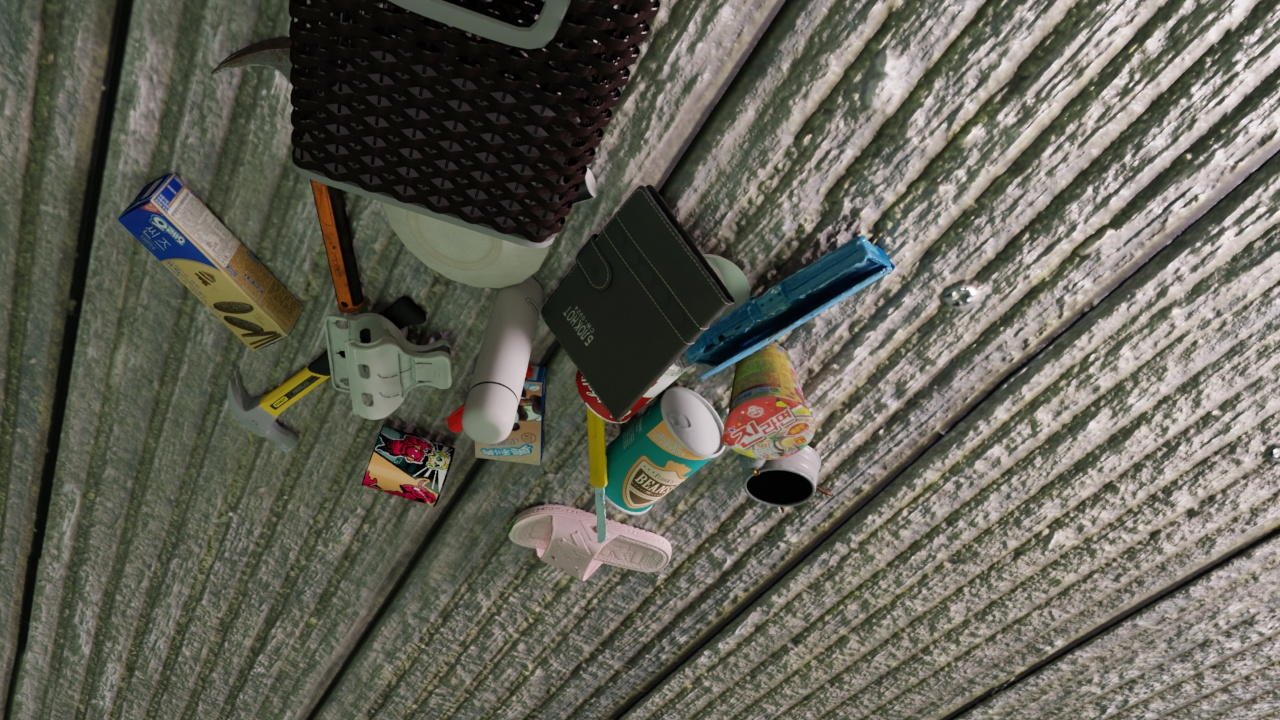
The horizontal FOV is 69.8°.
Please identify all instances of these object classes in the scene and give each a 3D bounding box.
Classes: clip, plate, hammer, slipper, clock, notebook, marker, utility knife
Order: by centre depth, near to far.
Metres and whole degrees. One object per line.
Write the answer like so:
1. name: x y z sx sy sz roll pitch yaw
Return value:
1. plate: -0.188 -0.144 0.952 0.189 0.027 0.189 11 135 11
2. hammer: -0.340 -0.180 0.954 0.138 0.034 0.315 4 132 1
3. notebook: -0.012 -0.060 0.973 0.210 0.029 0.169 -47 70 33
4. plate: 0.068 -0.080 1.013 0.104 0.026 0.104 2 132 2
5. clip: -0.293 0.015 1.066 0.152 0.098 0.127 11 136 -1
6. marker: -0.182 0.043 1.101 0.145 0.021 0.023 -36 89 31
7. utility knife: -0.054 0.119 1.126 0.019 0.217 0.031 -3 -176 -44
8. hammer: -0.389 0.009 1.131 0.324 0.029 0.127 -30 123 26
9. clock: 0.170 0.138 1.178 0.104 0.056 0.148 -27 129 36
10. slipper: -0.071 0.270 1.312 0.239 0.064 0.094 14 131 -10

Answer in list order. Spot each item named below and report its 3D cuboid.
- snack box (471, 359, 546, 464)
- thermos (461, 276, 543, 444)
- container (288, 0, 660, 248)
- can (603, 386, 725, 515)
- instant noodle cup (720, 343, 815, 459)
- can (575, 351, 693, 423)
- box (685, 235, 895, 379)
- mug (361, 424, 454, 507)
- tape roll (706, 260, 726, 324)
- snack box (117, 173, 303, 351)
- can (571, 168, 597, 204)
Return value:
1. snack box: -0.165 0.067 1.158 0.087 0.034 0.152 7 132 0
2. thermos: -0.143 -0.005 0.965 0.052 0.223 0.052 2 132 2
3. container: -0.127 -0.271 0.719 0.247 0.245 0.244 17 134 -10
4. can: 0.022 0.113 1.140 0.099 0.099 0.144 31 127 -21
5. instant noodle cup: 0.147 0.040 1.056 0.100 0.112 0.100 3 132 3
6. can: -0.006 0.006 1.055 0.086 0.086 0.117 33 127 -22
7. box: 0.161 -0.048 0.990 0.232 0.054 0.093 -31 158 25
8. mug: -0.309 0.144 1.217 0.098 0.081 0.118 20 158 -13
9. tape roll: 0.046 -0.072 0.991 0.094 0.018 0.094 2 132 2
10. snack box: -0.472 -0.105 1.017 0.057 0.056 0.207 -20 127 22
11. can: -0.087 -0.171 0.941 0.081 0.031 0.031 -15 129 17
